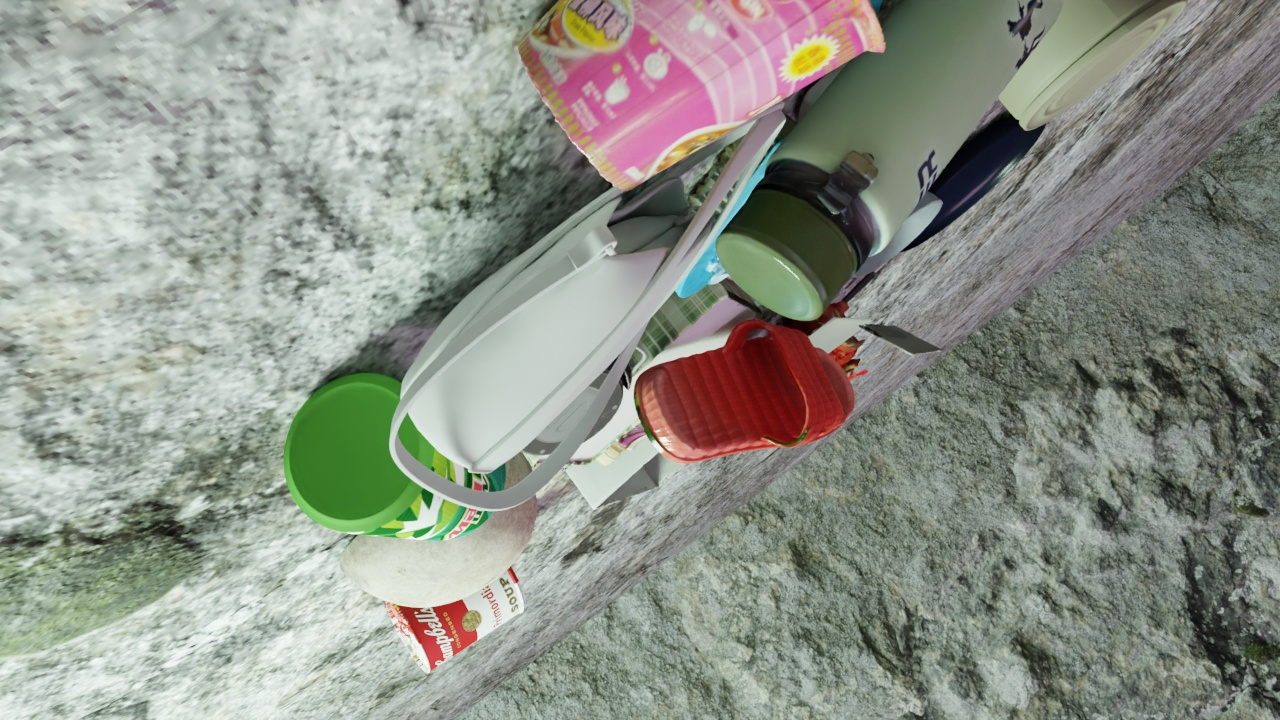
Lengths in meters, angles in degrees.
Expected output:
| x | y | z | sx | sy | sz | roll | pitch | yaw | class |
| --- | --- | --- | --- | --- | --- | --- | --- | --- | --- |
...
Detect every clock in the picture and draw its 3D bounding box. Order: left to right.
| x | y | z | sx | sy | sz | roll | pitch | yaw | class |
| --- | --- | --- | --- | --- | --- | --- | --- | --- | --- |
| -0.055 | 0.018 | 0.631 | 0.123 | 0.043 | 0.091 | -43 | 144 | 14 | clock |

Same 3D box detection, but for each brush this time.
| x | y | z | sx | sy | sz | roll | pitch | yaw | class |
| --- | --- | --- | --- | --- | --- | --- | --- | --- | --- |
| 0.066 | -0.083 | 0.575 | 0.055 | 0.075 | 0.136 | -18 | 155 | -48 | brush |

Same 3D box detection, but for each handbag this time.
| x | y | z | sx | sy | sz | roll | pitch | yaw | class |
| --- | --- | --- | --- | --- | --- | --- | --- | --- | --- |
| -0.009 | -0.038 | 0.446 | 0.223 | 0.095 | 0.215 | -44 | -179 | 21 | handbag |

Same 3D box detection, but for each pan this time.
| x | y | z | sx | sy | sz | roll | pitch | yaw | class |
| --- | --- | --- | --- | --- | --- | --- | --- | --- | --- |
| 0.298 | -0.140 | 1.017 | 0.198 | 0.021 | 0.358 | -16 | 153 | -53 | pan |

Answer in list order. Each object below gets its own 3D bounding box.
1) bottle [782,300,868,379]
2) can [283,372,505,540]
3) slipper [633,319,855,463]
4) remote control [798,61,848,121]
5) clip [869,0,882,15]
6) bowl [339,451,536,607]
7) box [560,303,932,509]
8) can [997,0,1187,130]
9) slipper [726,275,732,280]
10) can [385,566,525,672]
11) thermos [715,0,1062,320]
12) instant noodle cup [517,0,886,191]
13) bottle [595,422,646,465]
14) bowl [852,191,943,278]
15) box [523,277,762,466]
| x | y | z | sx | sy | sz | roll | pitch | yaw | class |
| --- | --- | --- | --- | --- | --- | --- | --- | --- | --- |
| 0.202 | -0.013 | 1.037 | 0.098 | 0.099 | 0.111 | -20 | 161 | -48 | bottle |
| -0.134 | 0.061 | 0.532 | 0.083 | 0.083 | 0.144 | -37 | 165 | -1 | can |
| 0.098 | 0.019 | 0.706 | 0.248 | 0.103 | 0.059 | -6 | 159 | -46 | slipper |
| 0.149 | -0.178 | 0.571 | 0.114 | 0.028 | 0.060 | -37 | 164 | -1 | remote control |
| 0.113 | -0.195 | 0.453 | 0.102 | 0.027 | 0.120 | -29 | 162 | -20 | clip |
| -0.152 | 0.153 | 0.767 | 0.178 | 0.081 | 0.179 | -32 | 164 | -11 | bowl |
| 0.101 | 0.031 | 0.935 | 0.369 | 0.098 | 0.165 | -37 | 166 | 23 | box |
| 0.301 | -0.231 | 0.643 | 0.127 | 0.073 | 0.128 | -33 | 169 | -7 | can |
| 0.146 | -0.124 | 0.670 | 0.221 | 0.055 | 0.107 | -35 | 166 | -13 | slipper |
| -0.190 | 0.252 | 0.950 | 0.116 | 0.086 | 0.087 | -28 | 162 | -28 | can |
| 0.130 | -0.124 | 0.481 | 0.231 | 0.082 | 0.082 | -50 | 168 | -14 | thermos |
| 0.018 | -0.122 | 0.340 | 0.109 | 0.097 | 0.097 | -35 | 166 | 16 | instant noodle cup |
| 0.019 | 0.034 | 0.836 | 0.166 | 0.059 | 0.059 | -40 | 164 | 13 | bottle |
| 0.232 | -0.128 | 0.874 | 0.106 | 0.039 | 0.106 | -34 | 164 | -11 | bowl |
| -0.004 | 0.004 | 0.722 | 0.206 | 0.051 | 0.117 | -43 | 160 | 15 | box |
